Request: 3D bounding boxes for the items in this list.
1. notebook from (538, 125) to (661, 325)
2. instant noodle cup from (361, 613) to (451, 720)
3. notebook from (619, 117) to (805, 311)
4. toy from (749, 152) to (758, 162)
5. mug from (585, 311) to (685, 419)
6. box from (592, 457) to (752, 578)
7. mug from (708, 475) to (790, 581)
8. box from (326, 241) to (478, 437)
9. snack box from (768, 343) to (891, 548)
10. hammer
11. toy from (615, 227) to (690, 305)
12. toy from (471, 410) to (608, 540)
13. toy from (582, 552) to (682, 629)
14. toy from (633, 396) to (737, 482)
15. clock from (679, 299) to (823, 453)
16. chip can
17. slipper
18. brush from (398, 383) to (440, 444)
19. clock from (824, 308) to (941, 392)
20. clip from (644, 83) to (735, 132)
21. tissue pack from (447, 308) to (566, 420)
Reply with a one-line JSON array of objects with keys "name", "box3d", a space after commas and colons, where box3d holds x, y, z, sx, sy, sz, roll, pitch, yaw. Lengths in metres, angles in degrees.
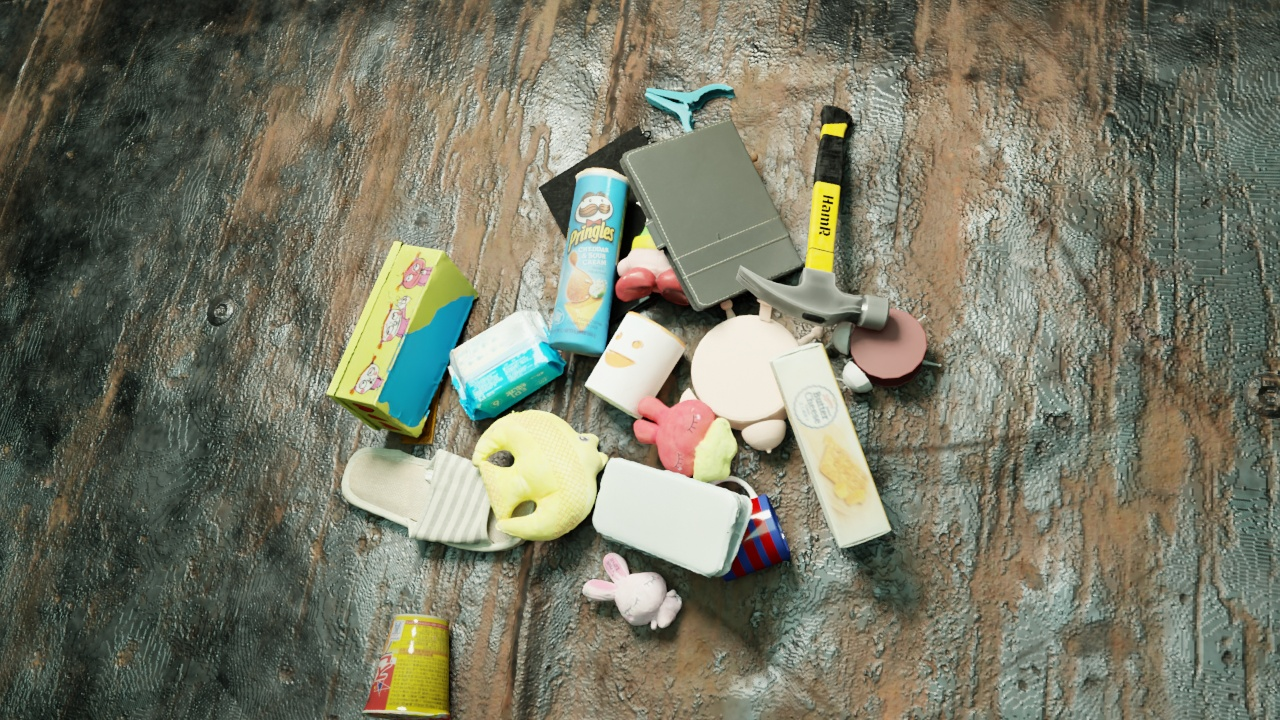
[{"name": "notebook", "box3d": [-0.015, -0.183, 1.203, 0.169, 0.019, 0.231, -31, 67, 6]}, {"name": "instant noodle cup", "box3d": [-0.265, 0.358, 1.068, 0.100, 0.100, 0.112, -5, 64, 14]}, {"name": "notebook", "box3d": [0.085, -0.176, 1.099, 0.169, 0.029, 0.209, -23, 81, -21]}, {"name": "toy", "box3d": [0.106, -0.228, 1.167, 0.102, 0.041, 0.054, -46, 25, 6]}, {"name": "mug", "box3d": [-0.007, 0.006, 1.105, 0.082, 0.082, 0.105, 29, 83, 22]}, {"name": "box", "box3d": [0.034, 0.172, 1.017, 0.214, 0.063, 0.118, 6, 79, 45]}, {"name": "mug", "box3d": [0.112, 0.180, 1.021, 0.076, 0.075, 0.111, -22, 66, 8]}, {"name": "box", "box3d": [-0.297, -0.024, 1.162, 0.079, 0.124, 0.220, 13, 71, 21]}, {"name": "snack box", "box3d": [0.198, 0.086, 0.976, 0.057, 0.104, 0.208, -20, 88, 6]}, {"name": "hammer", "box3d": [0.214, -0.182, 1.089, 0.170, 0.034, 0.323, 12, 60, 1]}, {"name": "toy", "box3d": [0.034, -0.138, 1.118, 0.124, 0.097, 0.131, 3, 56, 12]}, {"name": "toy", "box3d": [-0.116, 0.130, 1.099, 0.154, 0.065, 0.170, -21, 64, -12]}, {"name": "toy", "box3d": [-0.009, 0.264, 1.045, 0.110, 0.047, 0.063, 21, 71, 24]}, {"name": "toy", "box3d": [0.050, 0.087, 1.044, 0.135, 0.045, 0.092, 29, 103, 26]}, {"name": "clock", "box3d": [0.124, 0.014, 1.070, 0.131, 0.086, 0.160, 19, 85, 21]}, {"name": "chip can", "box3d": [-0.063, -0.121, 1.147, 0.080, 0.080, 0.229, 5, 77, 17]}, {"name": "slipper", "box3d": [-0.259, 0.168, 1.146, 0.273, 0.054, 0.114, 9, 80, 19]}, {"name": "brush", "box3d": [-0.288, 0.047, 1.208, 0.048, 0.017, 0.126, 0, 73, 16]}, {"name": "clock", "box3d": [0.273, -0.011, 1.052, 0.125, 0.044, 0.087, -15, 70, 11]}, {"name": "clip", "box3d": [0.070, -0.325, 1.220, 0.120, 0.033, 0.118, -12, 74, 12]}, {"name": "tissue pack", "box3d": [-0.172, 0.006, 1.164, 0.144, 0.062, 0.093, -31, 66, 2]}]
